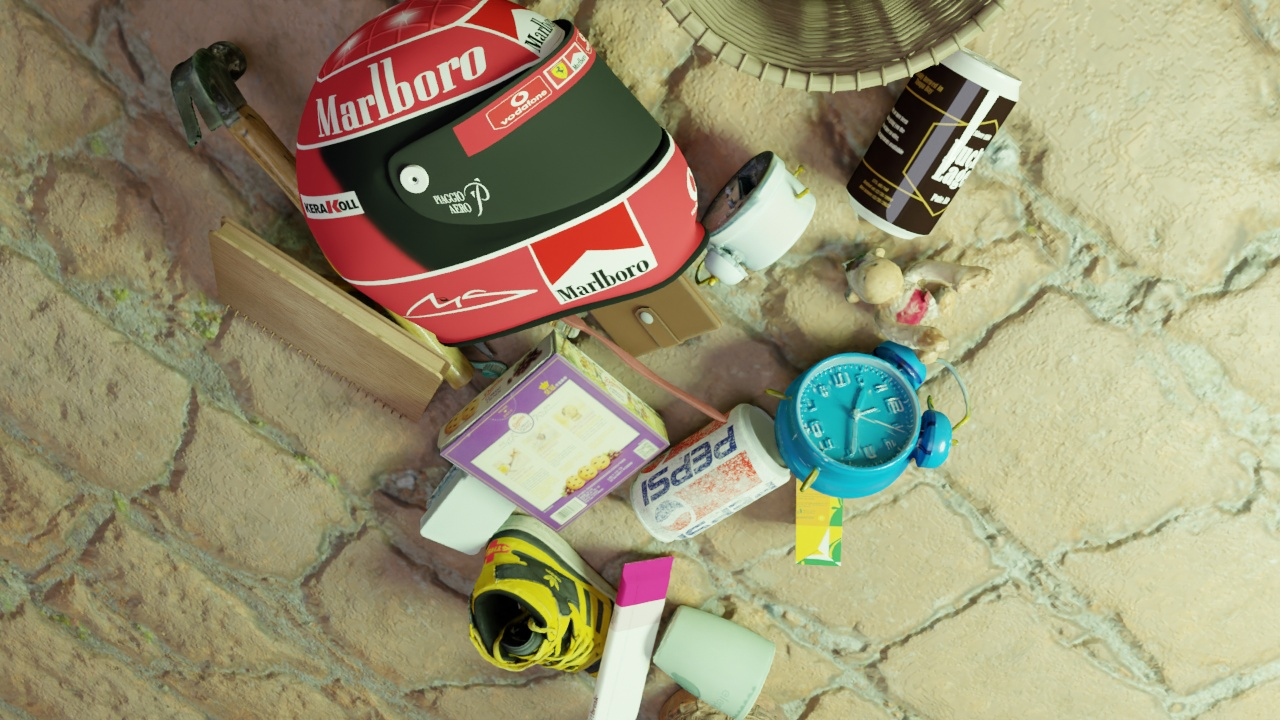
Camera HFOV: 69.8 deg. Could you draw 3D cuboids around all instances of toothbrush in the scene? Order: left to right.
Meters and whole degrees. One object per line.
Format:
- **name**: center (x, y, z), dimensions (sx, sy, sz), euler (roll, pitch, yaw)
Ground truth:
- **toothbrush**: center (-0.191, 0.002, 0.848), dimensions (0.135, 0.017, 0.022), euler (7, 122, 6)
- **toothbrush**: center (-0.005, 0.005, 0.795), dimensions (0.184, 0.015, 0.016), euler (32, 124, 8)

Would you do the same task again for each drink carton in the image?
- **drink carton**: center (0.160, 0.117, 0.822), dimensions (0.041, 0.058, 0.123), euler (1, 118, 9)

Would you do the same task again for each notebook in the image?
- **notebook**: center (-0.271, -0.025, 0.797), dimensions (0.210, 0.022, 0.169), euler (33, 153, -8)

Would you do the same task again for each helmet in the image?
- **helmet**: center (-0.112, -0.145, 0.652), dimensions (0.271, 0.197, 0.225), euler (-14, 122, 17)

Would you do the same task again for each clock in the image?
- **clock**: center (0.080, -0.104, 0.707), dimensions (0.057, 0.083, 0.118), euler (37, 117, -17)
- **clock**: center (0.188, 0.044, 0.750), dimensions (0.161, 0.116, 0.060), euler (-18, 159, -5)

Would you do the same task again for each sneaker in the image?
- **sneaker**: center (-0.078, 0.274, 0.913), dimensions (0.086, 0.121, 0.238), euler (-32, 107, 25)

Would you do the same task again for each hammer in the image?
- **hammer**: center (-0.244, -0.102, 0.743), dimensions (0.033, 0.132, 0.330), euler (-32, 117, 9)

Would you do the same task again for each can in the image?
- **can**: center (0.062, 0.103, 0.821), dimensions (0.136, 0.078, 0.078), euler (-35, 107, 24)
- **can**: center (0.208, -0.157, 0.660), dimensions (0.072, 0.071, 0.129), euler (26, 119, -4)

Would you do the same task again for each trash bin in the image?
- **trash bin**: center (0.077, 0.457, 0.931), dimensions (0.151, 0.209, 0.151), euler (5, 118, 9)

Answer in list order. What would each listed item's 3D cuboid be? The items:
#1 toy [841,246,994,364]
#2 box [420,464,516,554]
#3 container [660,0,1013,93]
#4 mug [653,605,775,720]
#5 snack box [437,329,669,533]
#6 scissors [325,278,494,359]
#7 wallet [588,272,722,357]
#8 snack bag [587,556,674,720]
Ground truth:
- **toy**: center (0.208, -0.057, 0.722), dimensions (0.106, 0.074, 0.085), euler (34, 87, 14)
- **box**: center (-0.133, 0.104, 0.873), dimensions (0.085, 0.070, 0.199), euler (40, 114, 3)
- **container**: center (0.115, -0.291, 0.535), dimensions (0.227, 0.195, 0.227), euler (4, 118, 8)
- **mug**: center (0.068, 0.306, 0.934), dimensions (0.104, 0.083, 0.111), euler (26, 148, 6)
- **snack box**: center (-0.075, 0.067, 0.807), dimensions (0.144, 0.040, 0.148), euler (-39, 121, 17)
- **scissors**: center (-0.221, -0.073, 0.814), dimensions (0.227, 0.016, 0.225), euler (-30, 108, 23)
- **wallet**: center (0.002, -0.045, 0.761), dimensions (0.087, 0.013, 0.121), euler (50, 143, -17)
- **snack bag**: center (-0.013, 0.289, 0.915), dimensions (0.016, 0.070, 0.197), euler (23, 105, 45)
